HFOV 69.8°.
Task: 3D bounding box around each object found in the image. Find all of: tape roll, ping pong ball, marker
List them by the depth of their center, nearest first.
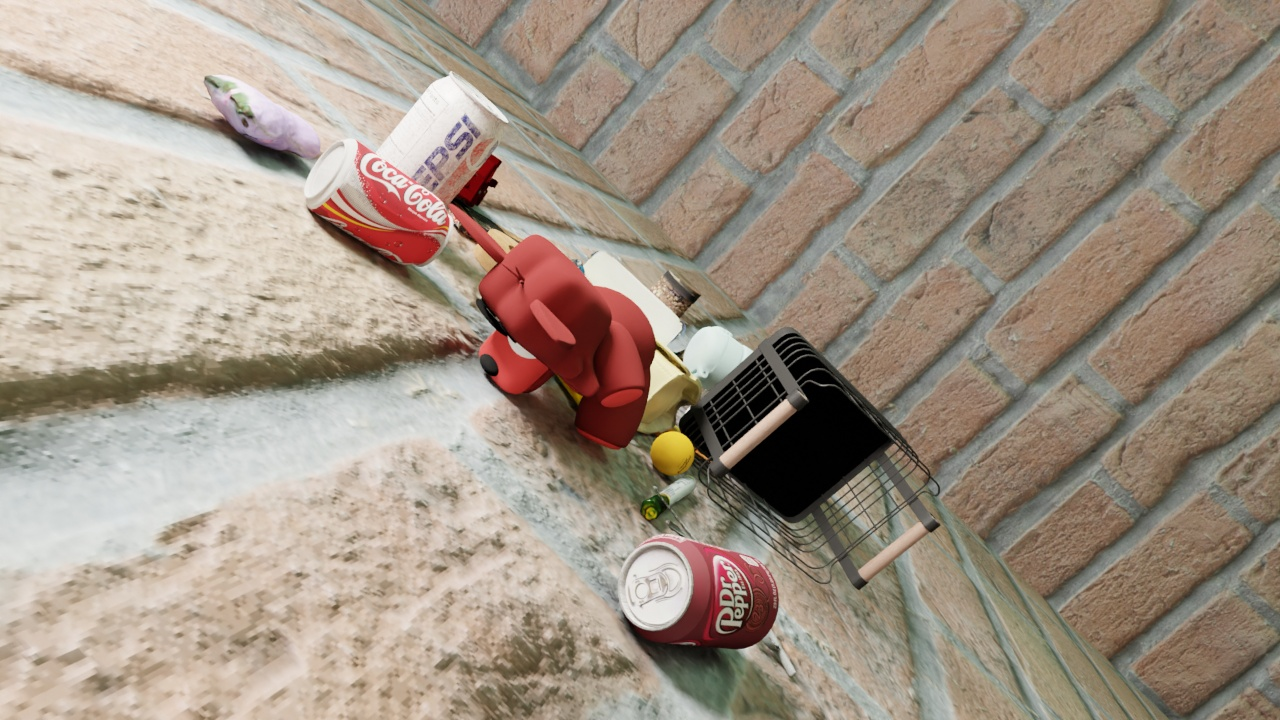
[{"bbox_3d":[0.027,0.115,0.784,0.017,0.017,0.146,46,12,10],"label":"marker"},{"bbox_3d":[0.029,0.085,0.840,0.040,0.040,0.040,41,12,-11],"label":"ping pong ball"},{"bbox_3d":[-0.134,-0.099,0.983,0.094,0.027,0.094,41,11,-11],"label":"tape roll"}]

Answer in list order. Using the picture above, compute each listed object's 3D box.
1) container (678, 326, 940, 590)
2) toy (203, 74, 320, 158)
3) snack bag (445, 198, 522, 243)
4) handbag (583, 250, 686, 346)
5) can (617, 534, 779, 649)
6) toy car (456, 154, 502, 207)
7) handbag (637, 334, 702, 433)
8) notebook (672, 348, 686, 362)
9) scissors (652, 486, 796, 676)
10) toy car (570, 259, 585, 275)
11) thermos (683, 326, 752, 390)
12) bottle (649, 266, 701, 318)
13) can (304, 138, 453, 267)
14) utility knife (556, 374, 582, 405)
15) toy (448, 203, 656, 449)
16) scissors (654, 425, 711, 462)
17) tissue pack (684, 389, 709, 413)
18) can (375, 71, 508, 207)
[{"bbox_3d":[0.171,0.103,0.928,0.241,0.163,0.130,40,14,-28],"label":"container"},{"bbox_3d":[-0.302,-0.193,0.729,0.080,0.036,0.099,36,4,17],"label":"toy"},{"bbox_3d":[-0.168,-0.145,1.054,0.155,0.018,0.074,30,17,-51],"label":"snack bag"},{"bbox_3d":[-0.022,-0.060,1.111,0.151,0.074,0.175,44,12,1],"label":"handbag"},{"bbox_3d":[0.038,0.148,0.582,0.114,0.063,0.063,28,19,-52],"label":"can"},{"bbox_3d":[-0.200,-0.219,1.050,0.070,0.062,0.169,34,5,-11],"label":"toy car"},{"bbox_3d":[-0.005,0.005,0.909,0.119,0.081,0.111,45,8,22],"label":"handbag"},{"bbox_3d":[0.151,0.033,1.160,0.249,0.014,0.178,22,-6,-6],"label":"notebook"},{"bbox_3d":[0.065,0.167,0.702,0.171,0.014,0.141,54,6,26],"label":"scissors"},{"bbox_3d":[-0.083,-0.084,1.048,0.105,0.048,0.032,-107,177,-60],"label":"toy car"},{"bbox_3d":[0.142,0.037,1.040,0.207,0.065,0.077,33,58,-16],"label":"thermos"},{"bbox_3d":[0.026,-0.068,1.222,0.056,0.105,0.056,41,12,-11],"label":"bottle"},{"bbox_3d":[-0.205,-0.122,0.725,0.104,0.064,0.064,34,15,-39],"label":"can"},{"bbox_3d":[-0.077,0.004,0.844,0.175,0.017,0.030,48,3,35],"label":"utility knife"},{"bbox_3d":[-0.067,-0.024,0.714,0.158,0.120,0.197,53,5,29],"label":"toy"},{"bbox_3d":[0.047,0.083,0.986,0.131,0.013,0.073,34,16,-36],"label":"scissors"},{"bbox_3d":[0.130,0.092,1.114,0.117,0.066,0.209,47,13,22],"label":"tissue pack"},{"bbox_3d":[-0.189,-0.186,0.832,0.078,0.136,0.078,41,12,-11],"label":"can"}]
